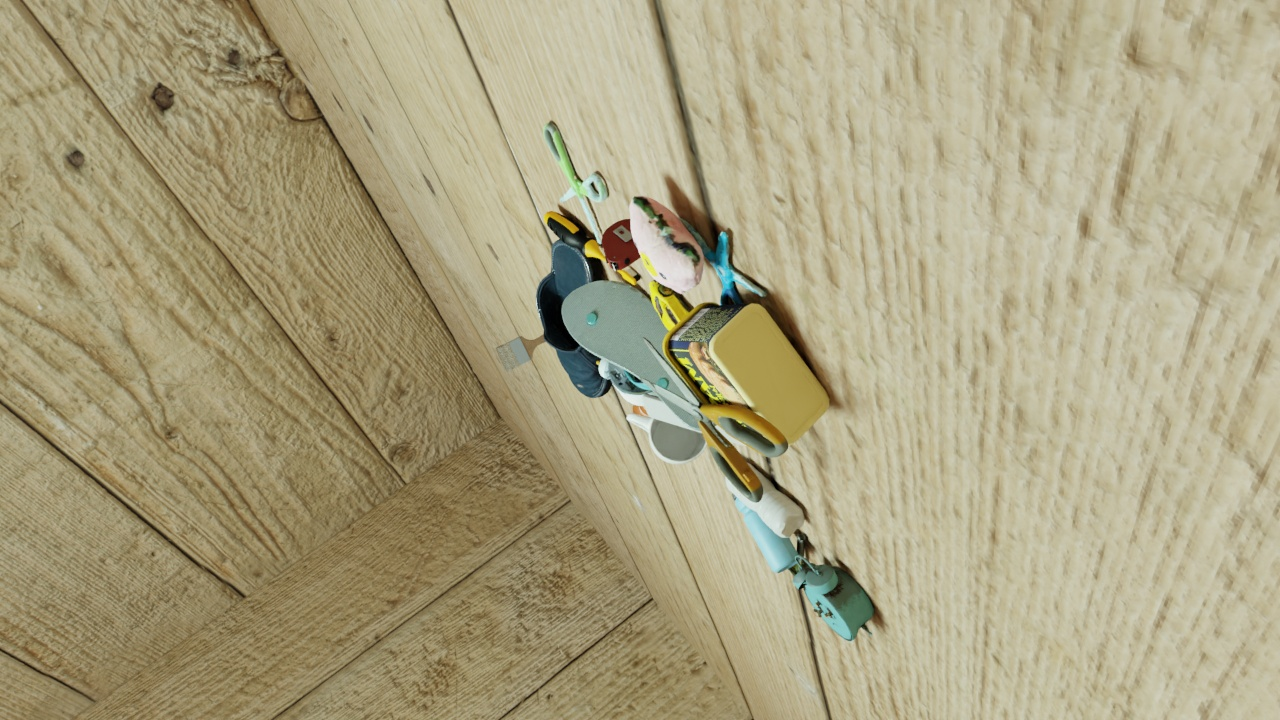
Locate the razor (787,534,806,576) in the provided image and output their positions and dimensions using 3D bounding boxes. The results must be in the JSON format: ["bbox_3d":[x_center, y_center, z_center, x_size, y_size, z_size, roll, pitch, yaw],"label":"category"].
[{"bbox_3d":[0.211,0.257,1.215,0.042,0.026,0.106,48,161,34],"label":"razor"}]

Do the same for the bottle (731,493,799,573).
[{"bbox_3d":[0.161,0.213,1.205,0.130,0.040,0.040,61,170,22],"label":"bottle"}]

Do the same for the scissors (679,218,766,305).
[{"bbox_3d":[0.078,-0.082,0.875,0.134,0.011,0.140,39,159,44],"label":"scissors"}]

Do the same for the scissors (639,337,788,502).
[{"bbox_3d":[0.076,0.069,0.901,0.225,0.016,0.230,26,153,50],"label":"scissors"}]

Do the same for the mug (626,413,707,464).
[{"bbox_3d":[0.035,0.098,1.261,0.114,0.081,0.088,20,169,2],"label":"mug"}]

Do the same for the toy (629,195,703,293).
[{"bbox_3d":[0.026,-0.103,0.871,0.102,0.050,0.093,54,166,24],"label":"toy"}]

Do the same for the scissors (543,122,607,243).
[{"bbox_3d":[-0.073,-0.201,1.082,0.166,0.024,0.171,31,156,45],"label":"scissors"}]

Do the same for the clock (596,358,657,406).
[{"bbox_3d":[-0.007,0.007,1.223,0.117,0.083,0.057,46,171,27],"label":"clock"}]

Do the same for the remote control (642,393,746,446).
[{"bbox_3d":[0.069,0.074,1.151,0.147,0.008,0.045,15,146,29],"label":"remote control"}]

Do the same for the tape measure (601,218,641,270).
[{"bbox_3d":[-0.019,-0.127,0.984,0.051,0.059,0.019,44,163,36],"label":"tape measure"}]

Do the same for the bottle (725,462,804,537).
[{"bbox_3d":[0.149,0.168,1.160,0.136,0.044,0.044,41,161,44],"label":"bottle"}]

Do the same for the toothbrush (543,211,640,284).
[{"bbox_3d":[-0.065,-0.144,1.165,0.197,0.030,0.031,40,156,38],"label":"toothbrush"}]

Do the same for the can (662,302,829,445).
[{"bbox_3d":[0.100,0.012,0.870,0.135,0.075,0.104,51,165,-15],"label":"can"}]

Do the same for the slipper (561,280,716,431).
[{"bbox_3d":[0.015,-0.013,1.124,0.269,0.098,0.054,38,-175,29],"label":"slipper"}]

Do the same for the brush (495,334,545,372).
[{"bbox_3d":[-0.171,-0.031,1.544,0.045,0.143,0.008,67,163,-13],"label":"brush"}]

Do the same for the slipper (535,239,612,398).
[{"bbox_3d":[-0.104,-0.045,1.283,0.109,0.083,0.266,30,140,32],"label":"slipper"}]

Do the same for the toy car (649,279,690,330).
[{"bbox_3d":[0.042,-0.049,1.035,0.107,0.030,0.049,51,167,19],"label":"toy car"}]

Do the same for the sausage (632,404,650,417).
[{"bbox_3d":[0.018,0.058,1.334,0.039,0.044,0.164,64,168,8],"label":"sausage"}]

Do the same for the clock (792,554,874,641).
[{"bbox_3d":[0.236,0.289,1.140,0.124,0.053,0.090,54,166,0],"label":"clock"}]
